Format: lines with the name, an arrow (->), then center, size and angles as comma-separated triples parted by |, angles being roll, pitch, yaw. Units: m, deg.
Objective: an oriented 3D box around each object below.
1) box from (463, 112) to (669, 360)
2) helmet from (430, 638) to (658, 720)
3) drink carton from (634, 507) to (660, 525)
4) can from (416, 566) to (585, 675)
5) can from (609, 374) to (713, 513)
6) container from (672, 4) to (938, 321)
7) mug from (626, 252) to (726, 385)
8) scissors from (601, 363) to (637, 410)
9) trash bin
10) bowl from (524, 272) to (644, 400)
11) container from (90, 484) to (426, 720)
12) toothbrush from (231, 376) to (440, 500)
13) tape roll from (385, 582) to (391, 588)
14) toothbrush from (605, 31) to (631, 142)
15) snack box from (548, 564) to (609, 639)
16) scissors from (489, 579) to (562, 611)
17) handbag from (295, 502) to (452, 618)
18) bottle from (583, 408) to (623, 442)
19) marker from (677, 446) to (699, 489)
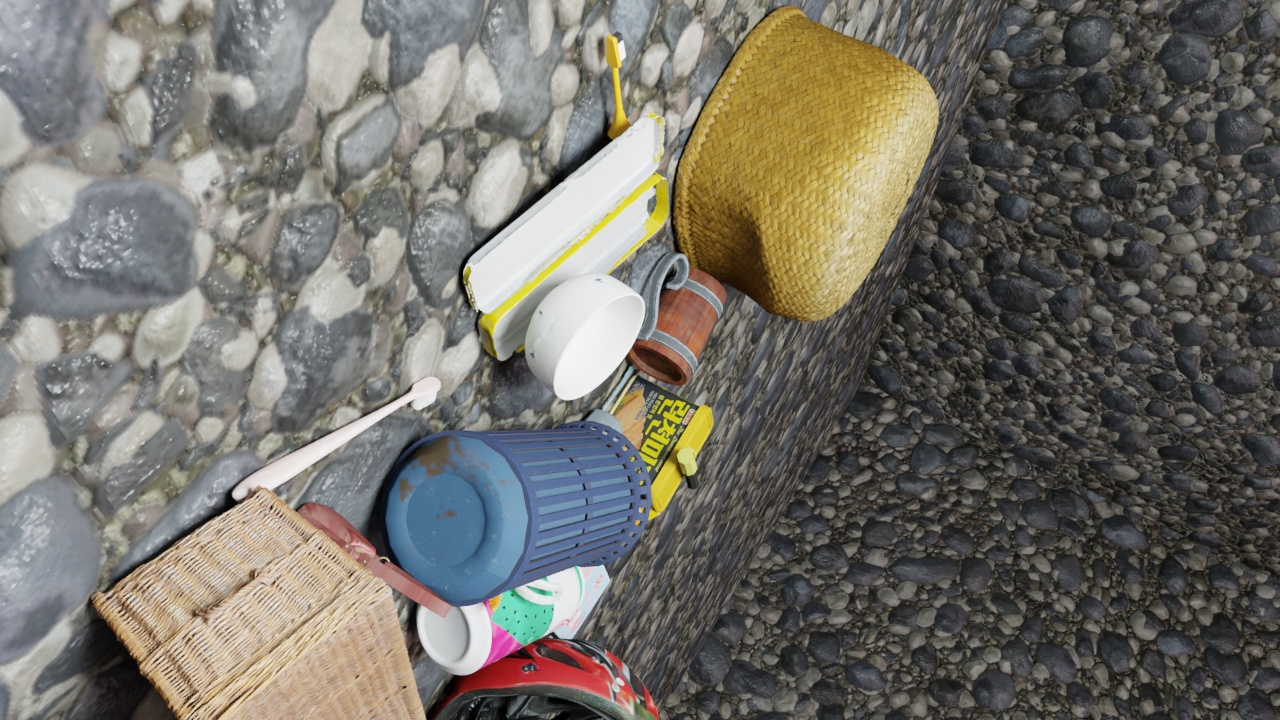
box -> -0.051, -0.096, 0.721 | 0.209, 0.023, 0.127 | -43, 153, -21
helmet -> -0.097, 0.401, 1.000 | 0.217, 0.273, 0.166 | 63, 26, -18
drink carton -> -0.027, 0.205, 1.189 | 0.058, 0.041, 0.122 | -31, 171, 19
can -> -0.130, 0.232, 0.877 | 0.165, 0.088, 0.088 | -6, 122, -58
can -> 0.009, 0.095, 1.077 | 0.130, 0.101, 0.072 | -58, 161, -15
container -> 0.189, -0.203, 1.007 | 0.306, 0.196, 0.308 | -54, 161, -28
mug -> 0.035, -0.050, 1.004 | 0.111, 0.081, 0.117 | -60, 142, -20
scissors -> -0.006, 0.006, 1.053 | 0.136, 0.015, 0.057 | -59, 165, -24
trash bin -> -0.097, 0.121, 0.769 | 0.139, 0.139, 0.249 | -65, 160, 6
bowl -> -0.050, -0.025, 0.730 | 0.104, 0.054, 0.105 | -43, 159, -22
container -> -0.214, 0.181, 0.542 | 0.113, 0.113, 0.199 | -38, 151, -32
toothbrush -> -0.193, 0.050, 0.602 | 0.180, 0.016, 0.018 | -36, 154, -55
tape roll -> -0.228, 0.194, 0.703 | 0.093, 0.016, 0.091 | -60, 162, -8
toothbrush -> -0.015, -0.180, 0.739 | 0.030, 0.031, 0.197 | -50, 157, -23
snack box -> -0.096, 0.259, 1.056 | 0.094, 0.079, 0.093 | -54, 160, -20
scissors -> -0.128, 0.189, 0.833 | 0.125, 0.128, 0.011 | -104, -142, -67
handbag -> -0.173, 0.135, 0.604 | 0.029, 0.120, 0.055 | -58, 161, -13
bottle -> -0.079, 0.125, 0.967 | 0.160, 0.046, 0.072 | -48, 157, -38
marker -> 0.057, 0.125, 1.054 | 0.021, 0.017, 0.124 | -57, 163, -15
